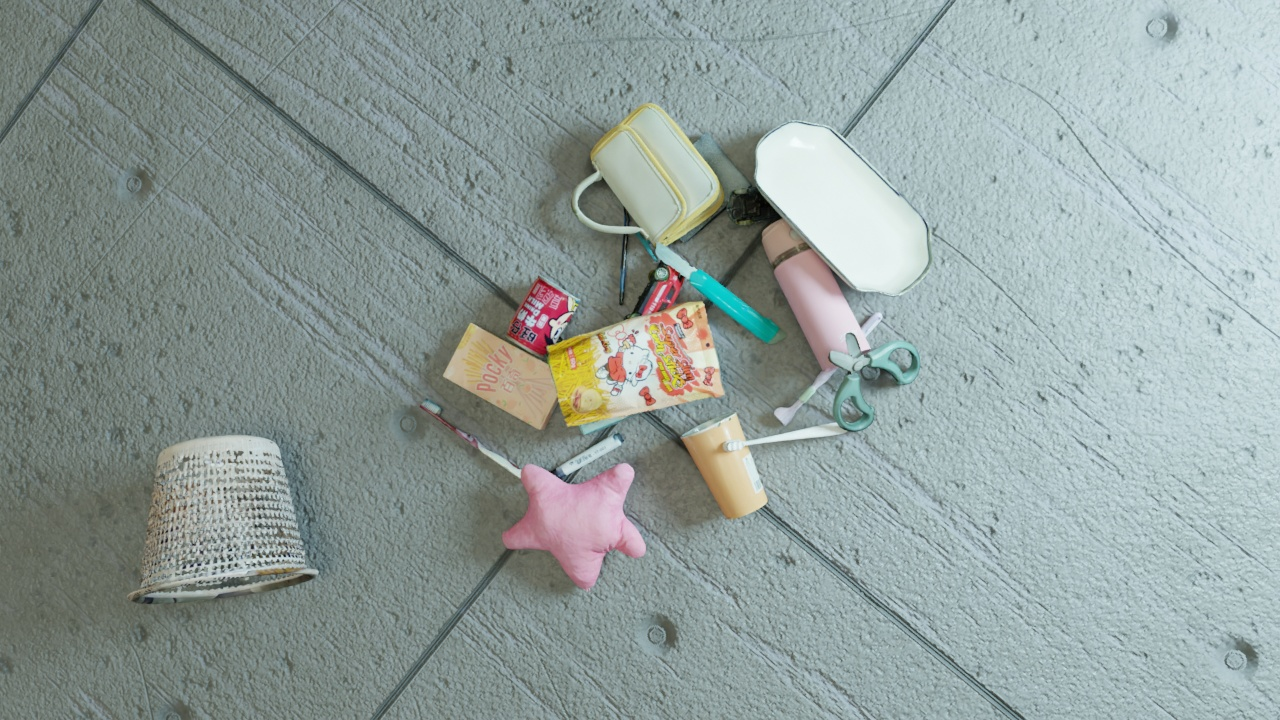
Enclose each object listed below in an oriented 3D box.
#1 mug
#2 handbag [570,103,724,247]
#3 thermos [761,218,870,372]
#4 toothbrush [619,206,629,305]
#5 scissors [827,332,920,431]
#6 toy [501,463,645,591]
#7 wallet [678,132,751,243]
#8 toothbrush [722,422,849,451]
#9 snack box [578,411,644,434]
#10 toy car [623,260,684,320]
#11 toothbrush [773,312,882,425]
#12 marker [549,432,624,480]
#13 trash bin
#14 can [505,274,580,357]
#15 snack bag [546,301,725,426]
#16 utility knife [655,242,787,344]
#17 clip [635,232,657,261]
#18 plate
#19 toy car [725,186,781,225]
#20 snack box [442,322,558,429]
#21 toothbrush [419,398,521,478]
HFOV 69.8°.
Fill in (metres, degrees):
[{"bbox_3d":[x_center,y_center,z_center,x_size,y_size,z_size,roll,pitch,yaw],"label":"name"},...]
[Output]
[{"bbox_3d":[0.112,0.136,1.175,0.078,0.078,0.123,-25,90,7],"label":"mug"},{"bbox_3d":[-0.002,-0.225,1.194,0.179,0.063,0.163,-37,80,8],"label":"handbag"},{"bbox_3d":[0.226,-0.089,1.164,0.087,0.067,0.198,-18,75,-21],"label":"thermos"},{"bbox_3d":[-0.018,-0.168,1.232,0.016,0.014,0.189,3,88,-8],"label":"toothbrush"},{"bbox_3d":[0.268,0.030,1.129,0.019,0.177,0.169,48,116,44],"label":"scissors"},{"bbox_3d":[-0.090,0.220,1.204,0.195,0.074,0.178,-4,98,12],"label":"toy"},{"bbox_3d":[0.072,-0.228,1.219,0.121,0.019,0.097,-40,81,7],"label":"wallet"},{"bbox_3d":[0.188,0.096,1.155,0.180,0.016,0.016,-7,91,-18],"label":"toothbrush"},{"bbox_3d":[-0.008,0.032,1.205,0.175,0.051,0.074,-23,85,7],"label":"snack box"},{"bbox_3d":[0.018,-0.078,1.204,0.045,0.053,0.120,32,89,-8],"label":"toy car"},{"bbox_3d":[0.245,0.009,1.185,0.189,0.021,0.029,-47,120,3],"label":"toothbrush"},{"bbox_3d":[-0.080,0.136,1.231,0.131,0.018,0.022,-30,93,7],"label":"marker"},{"bbox_3d":[-0.554,0.208,1.216,0.228,0.227,0.192,-13,74,8],"label":"trash bin"},{"bbox_3d":[-0.131,-0.058,1.219,0.066,0.066,0.094,32,93,8],"label":"can"},{"bbox_3d":[-0.007,0.007,1.154,0.208,0.073,0.128,-14,82,1],"label":"snack bag"},{"bbox_3d":[0.103,-0.086,1.188,0.209,0.013,0.029,37,94,-8],"label":"utility knife"},{"bbox_3d":[0.012,-0.157,1.227,0.048,0.014,0.057,-32,83,4],"label":"clip"},{"bbox_3d":[0.250,-0.187,1.155,0.265,0.034,0.161,46,62,6],"label":"plate"},{"bbox_3d":[0.161,-0.204,1.192,0.105,0.031,0.049,-10,99,-5],"label":"toy car"},{"bbox_3d":[-0.181,0.022,1.245,0.157,0.026,0.084,28,92,8],"label":"snack box"},{"bbox_3d":[-0.225,0.109,1.255,0.187,0.016,0.017,34,83,9],"label":"toothbrush"}]
